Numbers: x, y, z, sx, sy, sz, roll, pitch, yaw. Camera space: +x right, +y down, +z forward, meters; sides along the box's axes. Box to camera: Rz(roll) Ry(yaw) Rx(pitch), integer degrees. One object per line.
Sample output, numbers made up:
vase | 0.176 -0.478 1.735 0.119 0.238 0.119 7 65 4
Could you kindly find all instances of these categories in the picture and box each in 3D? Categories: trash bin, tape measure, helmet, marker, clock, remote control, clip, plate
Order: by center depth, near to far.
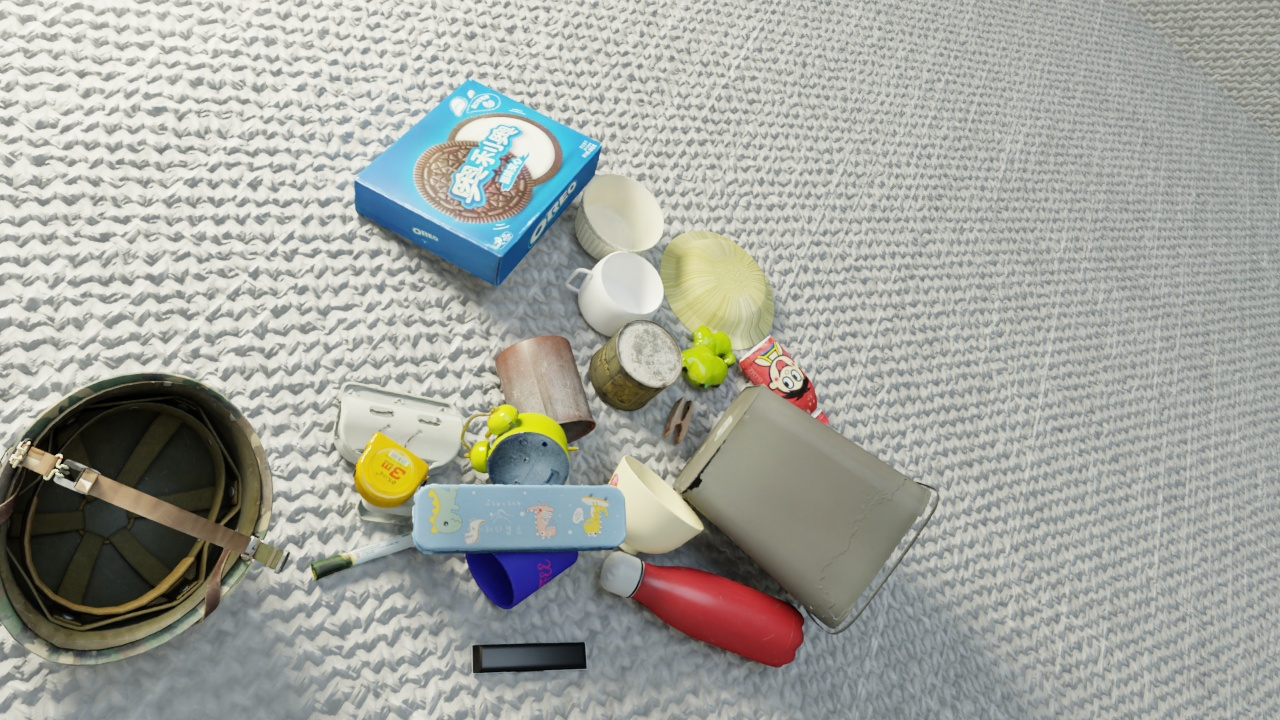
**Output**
helmet | -0.392 0.119 0.710 0.192 0.237 0.223 34 49 -30
tape measure | -0.238 0.110 0.867 0.068 0.030 0.058 33 56 -8
marker | -0.249 0.183 0.900 0.146 0.017 0.017 -14 74 -34
clip | -0.243 0.088 0.920 0.125 0.089 0.150 12 50 -22
remote control | -0.109 0.299 0.926 0.124 0.012 0.028 8 62 -27
clock | -0.125 0.092 0.932 0.119 0.083 0.057 25 23 -13
trash bin | 0.172 0.153 1.041 0.220 0.197 0.197 37 86 0
clip | 0.050 0.075 1.128 0.061 0.026 0.049 -29 84 -36
plate | 0.116 -0.106 1.252 0.184 0.036 0.184 13 60 -24

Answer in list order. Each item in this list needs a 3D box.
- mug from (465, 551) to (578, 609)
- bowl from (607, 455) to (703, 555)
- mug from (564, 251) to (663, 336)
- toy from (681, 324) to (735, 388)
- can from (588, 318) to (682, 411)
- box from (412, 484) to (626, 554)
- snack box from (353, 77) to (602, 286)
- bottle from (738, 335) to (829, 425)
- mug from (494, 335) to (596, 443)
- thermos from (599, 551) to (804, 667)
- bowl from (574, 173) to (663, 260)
mug | -0.131 0.186 0.936 0.111 0.079 0.083 41 49 23
bowl | 0.001 0.172 1.011 0.118 0.118 0.074 42 94 -6
mug | -0.035 -0.084 1.131 0.115 0.068 0.094 20 57 -21
toy | 0.086 -0.003 1.182 0.094 0.036 0.093 15 56 -28
can | -0.007 0.006 1.098 0.089 0.075 0.089 15 58 -25
box | -0.113 0.150 0.881 0.209 0.052 0.067 2 52 -18
snack box | -0.186 -0.218 1.083 0.195 0.056 0.238 28 54 7
bottle | 0.194 0.037 1.209 0.137 0.062 0.061 49 52 1
mug | -0.099 0.039 1.028 0.123 0.096 0.110 23 51 -64
thermos | 0.065 0.267 1.007 0.239 0.073 0.073 25 56 -17
bowl | -0.034 -0.176 1.182 0.115 0.063 0.115 13 60 -24
